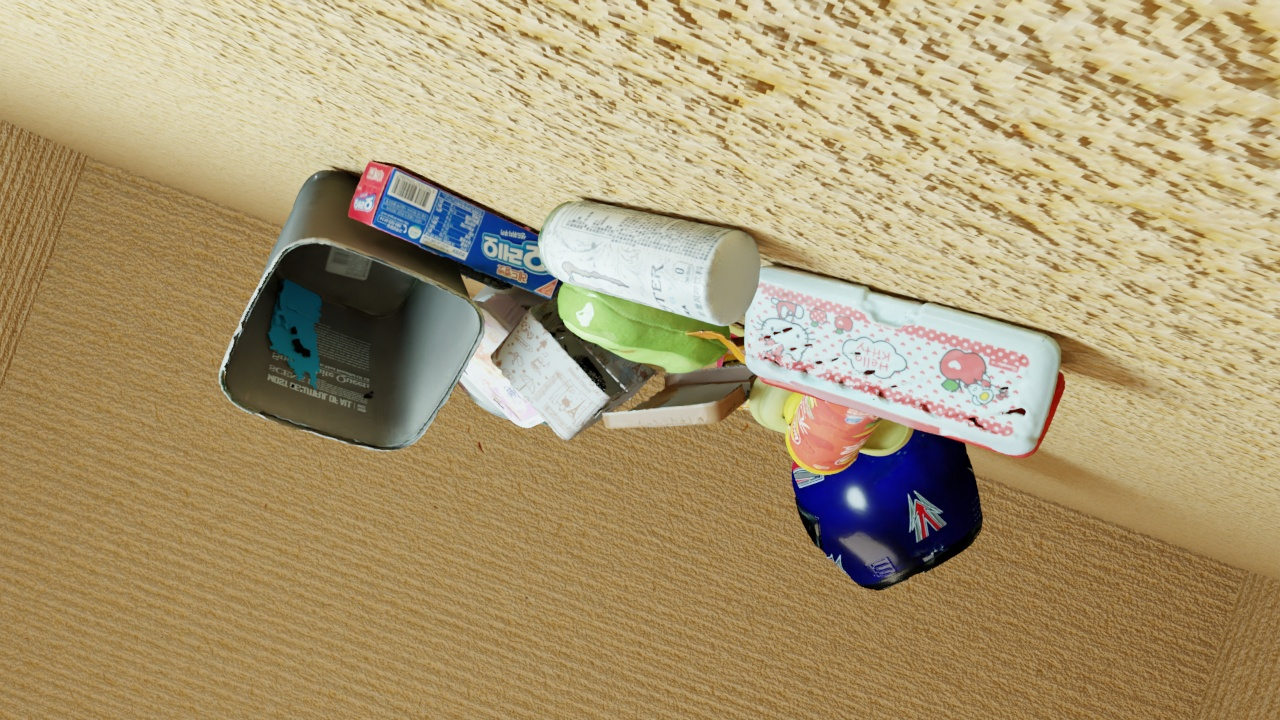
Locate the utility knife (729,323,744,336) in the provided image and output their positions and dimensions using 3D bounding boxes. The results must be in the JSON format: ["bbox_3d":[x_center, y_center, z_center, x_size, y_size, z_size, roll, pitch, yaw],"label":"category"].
[{"bbox_3d":[0.135,-0.024,1.077,0.195,0.020,0.031,28,180,-29],"label":"utility knife"}]

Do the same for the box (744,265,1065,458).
[{"bbox_3d":[0.169,-0.012,0.600,0.202,0.095,0.102,18,136,30],"label":"box"}]

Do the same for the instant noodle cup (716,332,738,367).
[{"bbox_3d":[0.172,0.018,1.221,0.194,0.066,0.194,21,179,0],"label":"instant noodle cup"}]

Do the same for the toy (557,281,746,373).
[{"bbox_3d":[0.012,-0.038,0.846,0.227,0.090,0.246,17,-179,37],"label":"toy"}]

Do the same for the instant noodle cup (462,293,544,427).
[{"bbox_3d":[-0.155,-0.007,1.108,0.173,0.060,0.138,45,141,-17],"label":"instant noodle cup"}]

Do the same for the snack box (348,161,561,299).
[{"bbox_3d":[-0.162,-0.117,0.856,0.207,0.057,0.058,21,-179,-42],"label":"snack box"}]

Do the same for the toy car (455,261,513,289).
[{"bbox_3d":[-0.204,-0.125,1.114,0.120,0.054,0.037,20,177,-1],"label":"toy car"}]

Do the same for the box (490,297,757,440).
[{"bbox_3d":[-0.011,0.017,0.994,0.272,0.131,0.178,21,-159,18],"label":"box"}]

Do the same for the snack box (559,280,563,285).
[{"bbox_3d":[-0.143,-0.120,1.041,0.157,0.026,0.084,20,178,-13],"label":"snack box"}]

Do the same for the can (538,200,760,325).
[{"bbox_3d":[0.003,-0.065,0.589,0.147,0.058,0.058,18,178,38],"label":"can"}]

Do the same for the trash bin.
[{"bbox_3d":[-0.284,-0.062,0.911,0.199,0.199,0.219,23,-156,-29],"label":"trash bin"}]

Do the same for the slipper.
[{"bbox_3d":[0.207,0.054,0.935,0.190,0.092,0.081,17,-165,-18],"label":"slipper"}]

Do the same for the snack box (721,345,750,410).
[{"bbox_3d":[0.151,0.022,1.045,0.026,0.075,0.154,22,169,-38],"label":"snack box"}]

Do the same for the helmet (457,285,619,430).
[{"bbox_3d":[-0.134,-0.029,1.238,0.229,0.145,0.259,44,141,-13],"label":"helmet"}]

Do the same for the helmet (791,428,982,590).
[{"bbox_3d":[0.333,0.173,1.306,0.240,0.247,0.315,59,177,7],"label":"helmet"}]

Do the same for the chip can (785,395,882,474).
[{"bbox_3d":[0.174,0.038,0.784,0.073,0.073,0.217,20,160,8],"label":"chip can"}]
